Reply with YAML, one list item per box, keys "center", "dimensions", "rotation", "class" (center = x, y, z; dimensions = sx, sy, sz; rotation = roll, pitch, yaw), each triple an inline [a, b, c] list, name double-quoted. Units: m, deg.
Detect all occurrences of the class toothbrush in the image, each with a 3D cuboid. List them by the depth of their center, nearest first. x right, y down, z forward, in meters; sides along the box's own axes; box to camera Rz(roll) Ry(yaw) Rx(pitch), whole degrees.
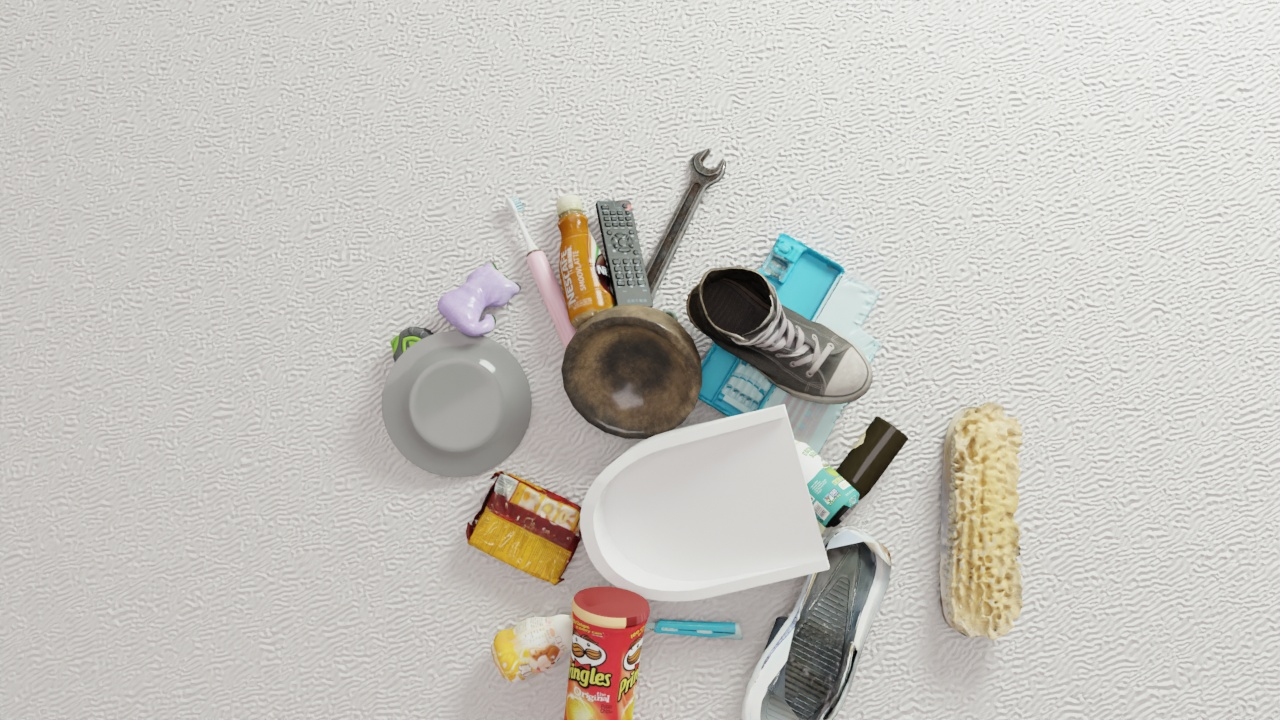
- center: [-0.118, -0.104, 1.136]
  dimensions: [0.026, 0.027, 0.222]
  rotation: [-19, 82, -33]
  class: "toothbrush"

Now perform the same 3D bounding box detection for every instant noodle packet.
- center: [-0.136, 0.198, 1.097]
  dimensions: [0.135, 0.040, 0.098]
  rotation: [25, 84, 3]
  class: "instant noodle packet"

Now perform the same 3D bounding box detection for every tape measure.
- center: [-0.273, -0.009, 1.128]
  dimensions: [0.059, 0.036, 0.065]
  rotation: [-12, 87, 10]
  class: "tape measure"

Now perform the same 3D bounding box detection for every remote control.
- center: [-0.022, -0.127, 1.120]
  dimensions: [0.047, 0.022, 0.150]
  rotation: [-3, 68, -20]
  class: "remote control"

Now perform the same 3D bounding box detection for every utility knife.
- center: [0.051, 0.319, 1.089]
  dimensions: [0.141, 0.015, 0.022]
  rotation: [0, 109, 4]
  class: "utility knife"

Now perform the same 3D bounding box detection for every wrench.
- center: [0.033, -0.139, 1.129]
  dimensions: [0.070, 0.010, 0.273]
  rotation: [22, 83, 33]
  class: "wrench"

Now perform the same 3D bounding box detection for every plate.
- center: [-0.221, 0.053, 1.107]
  dimensions: [0.178, 0.012, 0.178]
  rotation: [0, 93, -8]
  class: "plate"

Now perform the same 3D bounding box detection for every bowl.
- center: [-0.006, 0.006, 1.070]
  dimensions: [0.162, 0.070, 0.162]
  rotation: [5, 118, 9]
  class: "bowl"

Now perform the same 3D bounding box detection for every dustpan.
- center: [0.060, 0.175, 1.040]
  dimensions: [0.258, 0.053, 0.191]
  rotation: [-15, 95, 19]
  class: "dustpan"

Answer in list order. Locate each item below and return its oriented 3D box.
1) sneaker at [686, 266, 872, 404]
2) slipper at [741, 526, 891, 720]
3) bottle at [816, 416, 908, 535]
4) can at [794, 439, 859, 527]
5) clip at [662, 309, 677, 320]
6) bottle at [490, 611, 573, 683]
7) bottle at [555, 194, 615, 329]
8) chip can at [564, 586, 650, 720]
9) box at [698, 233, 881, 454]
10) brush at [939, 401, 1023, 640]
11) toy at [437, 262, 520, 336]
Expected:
- center: [0.161, -0.028, 1.035]
  dimensions: [0.235, 0.120, 0.095]
  rotation: [35, 87, 3]
  class: "sneaker"
- center: [0.203, 0.318, 1.060]
  dimensions: [0.111, 0.063, 0.263]
  rotation: [29, 77, -4]
  class: "slipper"
- center: [0.243, 0.152, 1.085]
  dimensions: [0.045, 0.045, 0.184]
  rotation: [36, 93, 6]
  class: "bottle"
- center: [0.198, 0.140, 1.052]
  dimensions: [0.055, 0.055, 0.101]
  rotation: [-44, 67, -3]
  class: "can"
- center: [0.016, -0.032, 1.123]
  dimensions: [0.023, 0.037, 0.075]
  rotation: [45, 92, 5]
  class: "clip"
- center: [-0.117, 0.328, 1.069]
  dimensions: [0.109, 0.063, 0.063]
  rotation: [-26, 83, -1]
  class: "bottle"
- center: [-0.073, -0.122, 1.122]
  dimensions: [0.059, 0.059, 0.167]
  rotation: [-13, 75, 0]
  class: "bottle"
- center: [-0.044, 0.369, 1.026]
  dimensions: [0.087, 0.087, 0.213]
  rotation: [7, 99, 3]
  class: "chip can"
- center: [0.189, -0.014, 1.108]
  dimensions: [0.181, 0.039, 0.226]
  rotation: [31, 86, 4]
  class: "box"
- center: [0.396, 0.186, 1.068]
  dimensions: [0.083, 0.056, 0.271]
  rotation: [4, 84, 1]
  class: "brush"
- center: [-0.194, -0.072, 1.119]
  dimensions: [0.080, 0.037, 0.099]
  rotation: [41, 61, 16]
  class: "toy"
